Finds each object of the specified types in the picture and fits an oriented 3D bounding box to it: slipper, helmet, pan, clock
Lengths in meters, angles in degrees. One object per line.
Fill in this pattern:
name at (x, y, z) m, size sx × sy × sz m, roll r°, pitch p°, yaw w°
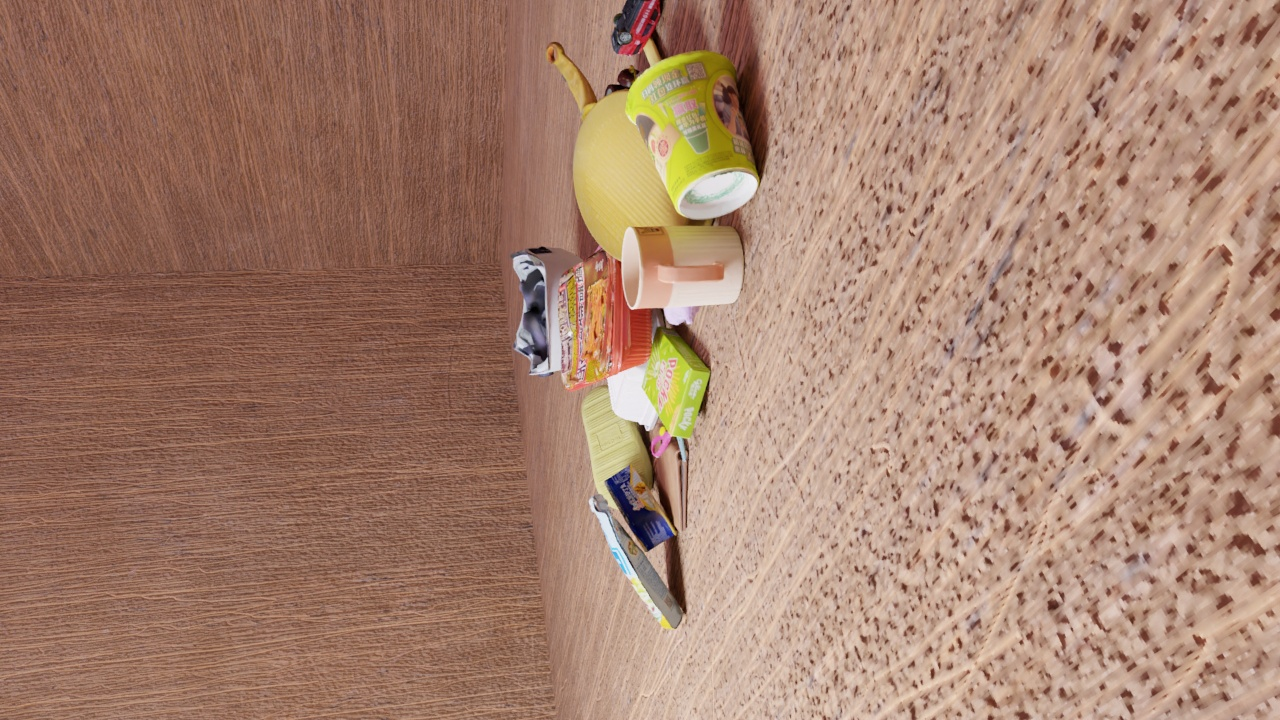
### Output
slipper at (-0.027, 0.128, 1.369) m, size 0.081 × 0.092 × 0.190 m, roll 19°, pitch -130°, yaw -61°
helmet at (-0.134, -0.089, 1.610) m, size 0.259 × 0.145 × 0.229 m, roll -155°, pitch 61°, yaw -67°
pan at (-0.033, -0.260, 1.053) m, size 0.357 × 0.078 × 0.198 m, roll 50°, pitch 134°, yaw 24°
clock at (-0.014, -0.336, 1.219) m, size 0.122 × 0.055 × 0.082 m, roll 120°, pitch 145°, yaw -65°

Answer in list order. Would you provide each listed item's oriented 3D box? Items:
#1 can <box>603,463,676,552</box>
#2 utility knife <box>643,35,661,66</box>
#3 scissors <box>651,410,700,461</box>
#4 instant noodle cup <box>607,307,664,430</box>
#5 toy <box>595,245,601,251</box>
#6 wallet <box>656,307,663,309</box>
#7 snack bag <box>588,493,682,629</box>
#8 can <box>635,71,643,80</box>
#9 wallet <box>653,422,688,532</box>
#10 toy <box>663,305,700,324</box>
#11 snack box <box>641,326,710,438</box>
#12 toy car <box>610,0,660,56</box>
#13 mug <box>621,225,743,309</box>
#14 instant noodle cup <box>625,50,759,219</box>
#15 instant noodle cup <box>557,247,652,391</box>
can at (-0.002, 0.197, 1.237) m, size 0.075 × 0.049 × 0.148 m, roll 61°, pitch 175°, yaw -29°
utility knife at (0.014, -0.387, 1.163) m, size 0.187 × 0.020 × 0.031 m, roll -98°, pitch 8°, yaw -47°
scissors at (0.044, 0.074, 1.127) m, size 0.134 × 0.017 × 0.130 m, roll 140°, pitch 140°, yaw -60°
instant noodle cup at (-0.008, 0.007, 1.269) m, size 0.174 × 0.060 × 0.137 m, roll 105°, pitch 158°, yaw -59°
toy at (-0.043, -0.110, 1.343) m, size 0.194 × 0.074 × 0.179 m, roll -95°, pitch 19°, yaw -59°
wallet at (0.023, -0.130, 1.163) m, size 0.115 × 0.033 × 0.090 m, roll -111°, pitch 25°, yaw -56°
snack bag at (-0.011, 0.258, 1.194) m, size 0.191 × 0.039 × 0.110 m, roll 58°, pitch -178°, yaw -14°
can at (0.023, -0.273, 1.061) m, size 0.058 × 0.058 × 0.116 m, roll -126°, pitch 35°, yaw -68°
wallet at (0.040, 0.150, 1.185) m, size 0.101 × 0.020 × 0.115 m, roll -130°, pitch 36°, yaw -68°
toy at (0.050, -0.075, 1.040) m, size 0.108 × 0.039 × 0.083 m, roll 147°, pitch 137°, yaw -79°
snack box at (0.039, 0.023, 1.097) m, size 0.156 × 0.026 × 0.086 m, roll -123°, pitch 45°, yaw -65°
toy car at (0.001, -0.438, 1.146) m, size 0.121 × 0.045 × 0.052 m, roll 121°, pitch 148°, yaw -44°
mug at (0.044, -0.091, 0.902) m, size 0.114 × 0.105 × 0.082 m, roll -142°, pitch 50°, yaw -73°
instant noodle cup at (0.054, -0.202, 0.853) m, size 0.112 × 0.111 × 0.123 m, roll 113°, pitch 144°, yaw -63°
instant noodle cup at (-0.042, -0.050, 1.153) m, size 0.189 × 0.079 × 0.164 m, roll 161°, pitch 110°, yaw -65°
